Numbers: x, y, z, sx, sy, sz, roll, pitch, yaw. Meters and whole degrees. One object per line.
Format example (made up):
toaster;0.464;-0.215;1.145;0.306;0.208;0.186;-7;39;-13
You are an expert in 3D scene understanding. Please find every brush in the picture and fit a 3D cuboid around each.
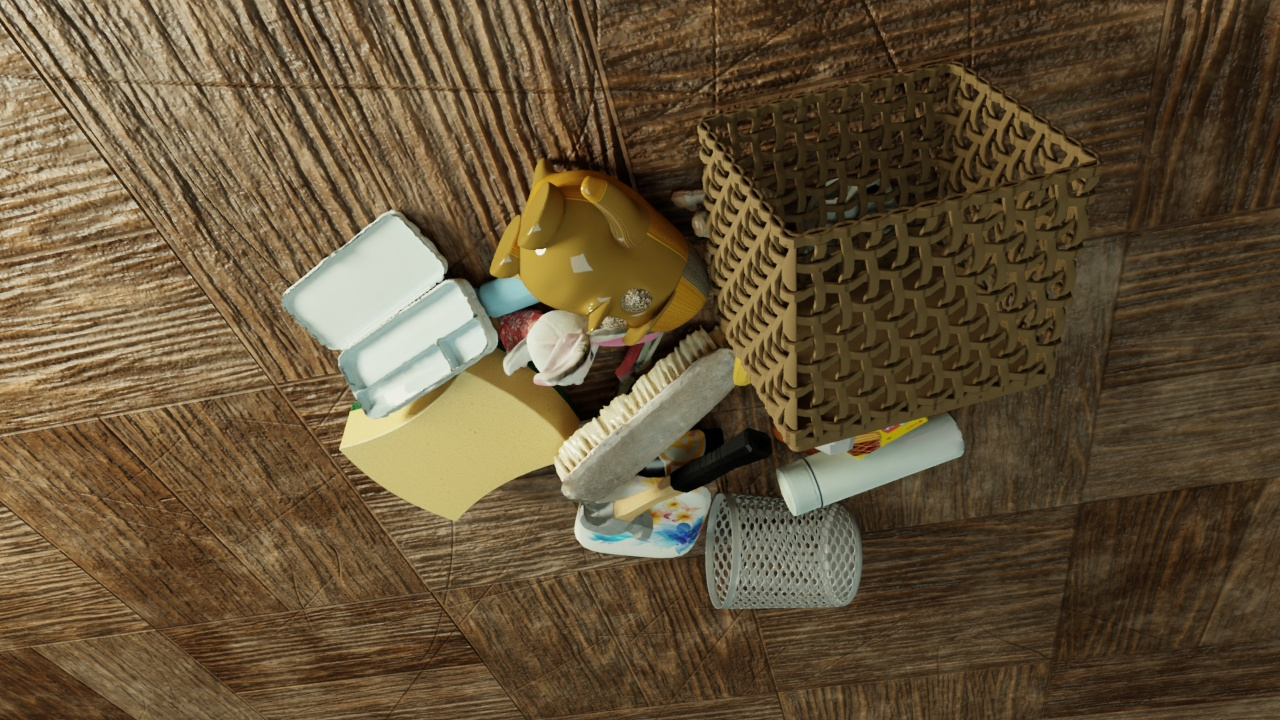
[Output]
brush;-0.222;0.087;1.145;0.251;0.075;0.195;-29;128;26
brush;0.009;0.068;1.084;0.271;0.056;0.083;-42;136;12

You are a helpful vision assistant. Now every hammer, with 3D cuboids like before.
hammer;0.040;0.159;1.160;0.131;0.039;0.329;19;145;-31

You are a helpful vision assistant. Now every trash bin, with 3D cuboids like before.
trash bin;0.197;0.267;1.277;0.183;0.156;0.157;4;135;-8

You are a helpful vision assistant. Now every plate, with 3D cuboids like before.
plate;0.002;0.233;1.335;0.187;0.016;0.187;7;135;-7

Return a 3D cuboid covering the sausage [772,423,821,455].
sausage;0.238;0.114;1.201;0.164;0.039;0.045;31;124;-28

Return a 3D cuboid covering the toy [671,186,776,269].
toy;0.094;-0.150;0.926;0.106;0.074;0.085;-24;118;16

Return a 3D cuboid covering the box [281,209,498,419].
box;-0.278;-0.046;1.015;0.210;0.061;0.192;-32;97;26

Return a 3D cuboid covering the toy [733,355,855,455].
toy;0.236;0.010;1.002;0.267;0.140;0.247;13;128;3

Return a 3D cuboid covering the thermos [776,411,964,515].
thermos;0.288;0.128;1.158;0.230;0.067;0.068;-20;134;-3

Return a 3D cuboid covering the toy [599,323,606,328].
toy;-0.020;-0.059;1.026;0.102;0.041;0.055;-30;109;35

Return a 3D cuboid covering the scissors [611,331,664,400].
scissors;-0.011;0.007;1.088;0.188;0.015;0.146;-46;158;20

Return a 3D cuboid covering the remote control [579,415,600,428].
remote control;-0.009;0.075;1.177;0.147;0.008;0.045;-14;146;13

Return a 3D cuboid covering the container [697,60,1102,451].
container;0.206;-0.095;0.800;0.251;0.219;0.214;-14;130;-7

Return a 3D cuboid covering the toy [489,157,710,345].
toy;-0.029;-0.092;0.903;0.203;0.162;0.199;26;151;-21

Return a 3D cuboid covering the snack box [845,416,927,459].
snack box;0.278;0.054;1.110;0.106;0.083;0.061;-36;127;29

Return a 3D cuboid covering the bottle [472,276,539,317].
bottle;-0.153;-0.071;1.012;0.130;0.040;0.040;-18;133;17

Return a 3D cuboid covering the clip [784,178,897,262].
clip;0.203;-0.123;0.956;0.144;0.074;0.125;-23;129;14

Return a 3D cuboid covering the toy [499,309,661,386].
toy;-0.091;-0.016;0.994;0.195;0.158;0.084;3;113;48

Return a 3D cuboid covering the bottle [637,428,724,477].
bottle;0.018;0.123;1.194;0.182;0.059;0.059;-4;135;3
